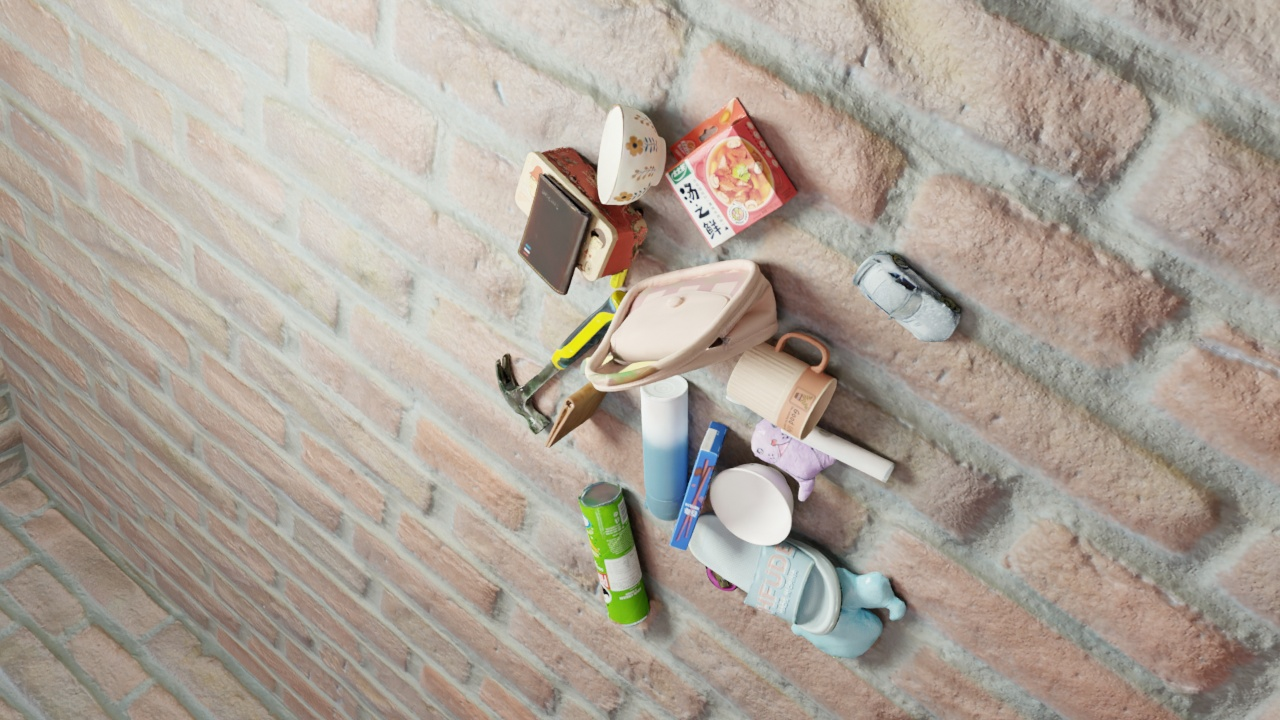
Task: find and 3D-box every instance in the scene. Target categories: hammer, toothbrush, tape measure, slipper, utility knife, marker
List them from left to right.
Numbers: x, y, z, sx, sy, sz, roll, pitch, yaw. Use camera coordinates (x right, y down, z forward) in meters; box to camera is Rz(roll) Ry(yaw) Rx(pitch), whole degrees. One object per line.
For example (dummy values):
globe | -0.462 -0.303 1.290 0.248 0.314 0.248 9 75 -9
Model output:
hammer | -0.111 -0.008 1.320 0.126 0.031 0.324 50 135 -1
marker | -0.018 -0.142 1.174 0.018 0.015 0.124 34 131 17
utility knife | -0.007 0.007 1.242 0.173 0.018 0.031 1 121 29
tape measure | 0.124 0.306 1.334 0.057 0.039 0.058 -28 99 44
slipper | 0.161 0.280 1.239 0.246 0.074 0.104 25 103 33
toothbrush | 0.205 0.089 1.129 0.221 0.026 0.026 26 111 15

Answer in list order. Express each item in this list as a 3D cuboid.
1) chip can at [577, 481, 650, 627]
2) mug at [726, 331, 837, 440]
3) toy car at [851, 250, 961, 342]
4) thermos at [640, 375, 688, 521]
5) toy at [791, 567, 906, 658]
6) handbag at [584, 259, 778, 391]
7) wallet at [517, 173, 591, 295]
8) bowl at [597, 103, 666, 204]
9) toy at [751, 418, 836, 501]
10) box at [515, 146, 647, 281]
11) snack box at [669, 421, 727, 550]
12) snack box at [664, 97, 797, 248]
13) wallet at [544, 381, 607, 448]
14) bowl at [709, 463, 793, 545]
chip can | -0.039 0.304 1.436 0.072 0.072 0.236 6 120 34
mug | 0.174 0.020 1.093 0.106 0.081 0.115 31 111 20
toy car | 0.284 -0.065 0.980 0.120 0.036 0.054 39 134 6
thermos | 0.037 0.125 1.271 0.070 0.070 0.221 17 127 29
toy | 0.278 0.346 1.237 0.162 0.049 0.156 -1 111 27
handbag | 0.032 -0.025 1.057 0.194 0.233 0.093 -6 115 39
wallet | -0.106 -0.154 1.122 0.096 0.020 0.123 44 133 24
bowl | -0.007 -0.234 1.061 0.062 0.113 0.114 6 132 -15
toy | 0.188 0.116 1.159 0.108 0.039 0.084 35 101 13
box | -0.069 -0.187 1.141 0.168 0.079 0.092 47 136 20
snack box | 0.078 0.168 1.226 0.026 0.084 0.157 19 115 7
snack box | 0.093 -0.207 1.027 0.113 0.044 0.127 -29 97 44
wallet | -0.086 0.068 1.301 0.020 0.101 0.116 42 135 12
bowl | 0.158 0.176 1.208 0.118 0.064 0.118 20 128 27
